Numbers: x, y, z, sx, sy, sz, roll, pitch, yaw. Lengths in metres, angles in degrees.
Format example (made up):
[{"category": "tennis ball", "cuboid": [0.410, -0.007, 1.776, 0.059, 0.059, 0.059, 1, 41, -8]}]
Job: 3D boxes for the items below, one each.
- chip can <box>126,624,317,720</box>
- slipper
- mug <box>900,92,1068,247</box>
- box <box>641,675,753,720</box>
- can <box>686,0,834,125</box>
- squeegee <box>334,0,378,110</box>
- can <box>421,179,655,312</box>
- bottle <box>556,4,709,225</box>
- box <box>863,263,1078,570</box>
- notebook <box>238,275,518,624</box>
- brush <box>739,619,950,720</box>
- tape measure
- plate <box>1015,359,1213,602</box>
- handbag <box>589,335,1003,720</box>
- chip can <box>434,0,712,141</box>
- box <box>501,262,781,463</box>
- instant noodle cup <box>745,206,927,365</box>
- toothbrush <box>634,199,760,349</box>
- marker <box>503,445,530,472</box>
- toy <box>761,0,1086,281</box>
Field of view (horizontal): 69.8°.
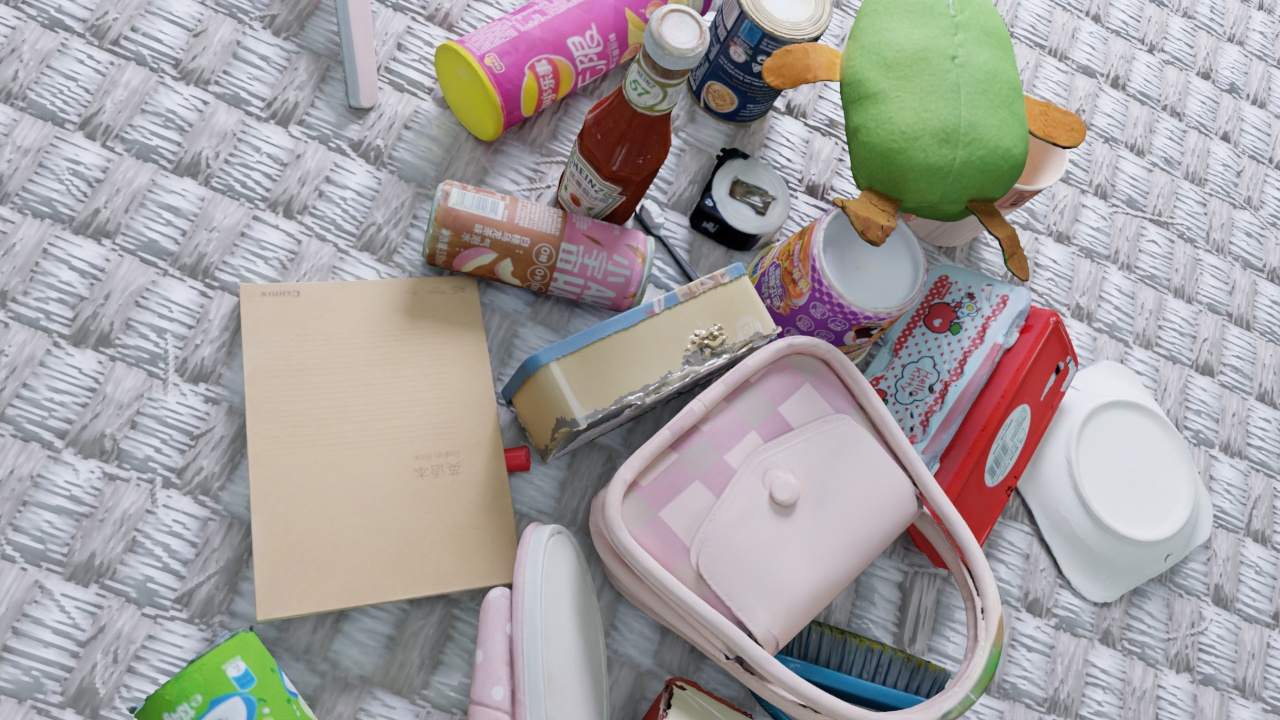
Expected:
[{"category": "chip can", "cuboid": [-0.166, 0.252, 0.474, 0.072, 0.072, 0.236, -37, 85, -23]}, {"category": "slipper", "cuboid": [-0.059, 0.226, 0.499, 0.054, 0.114, 0.274, -9, 68, 17]}, {"category": "mug", "cuboid": [0.245, -0.137, 0.698, 0.114, 0.106, 0.081, -27, 82, -22]}, {"category": "box", "cuboid": [0.074, 0.254, 0.519, 0.168, 0.091, 0.076, 31, 107, -5]}, {"category": "can", "cuboid": [0.087, -0.237, 0.682, 0.075, 0.111, 0.075, 5, 71, -15]}, {"category": "squeegee", "cuboid": [-0.112, -0.309, 0.688, 0.249, 0.040, 0.247, -8, 91, -24]}, {"category": "can", "cuboid": [-0.068, -0.075, 0.614, 0.147, 0.058, 0.057, 14, 69, -12]}, {"category": "bottle", "cuboid": [-0.007, -0.144, 0.573, 0.059, 0.206, 0.059, 5, 73, -15]}, {"category": "box", "cuboid": [0.221, 0.036, 0.667, 0.201, 0.098, 0.119, -54, 127, -17]}, {"category": "notebook", "cuboid": [-0.160, 0.042, 0.561, 0.149, 0.012, 0.211, -5, 66, -19]}, {"category": "brush", "cuboid": [0.127, 0.210, 0.580, 0.144, 0.055, 0.073, 19, 68, -10]}, {"category": "tape measure", "cuboid": [0.077, -0.117, 0.684, 0.066, 0.034, 0.065, 25, 69, -7]}, {"category": "plate", "cuboid": [0.365, 0.085, 0.701, 0.164, 0.034, 0.163, -24, 80, -21]}, {"category": "handbag", "cuboid": [0.105, 0.115, 0.550, 0.193, 0.093, 0.234, -37, 67, -21]}, {"category": "chip can", "cuboid": [-0.043, -0.239, 0.668, 0.210, 0.072, 0.071, -37, 86, -23]}, {"category": "box", "cuboid": [-0.003, 0.003, 0.588, 0.183, 0.090, 0.060, -23, 81, -28]}, {"category": "instant noodle cup", "cuboid": [0.140, -0.054, 0.646, 0.111, 0.099, 0.111, 4, 73, -15]}, {"category": "toothbrush", "cuboid": [0.054, -0.043, 0.663, 0.015, 0.018, 0.181, -35, 86, -31]}, {"category": "marker", "cuboid": [-0.141, 0.069, 0.570, 0.145, 0.017, 0.017, -5, 74, -17]}, {"category": "toy", "cuboid": [0.191, -0.167, 0.606, 0.227, 0.090, 0.246, 11, 67, -10]}]
